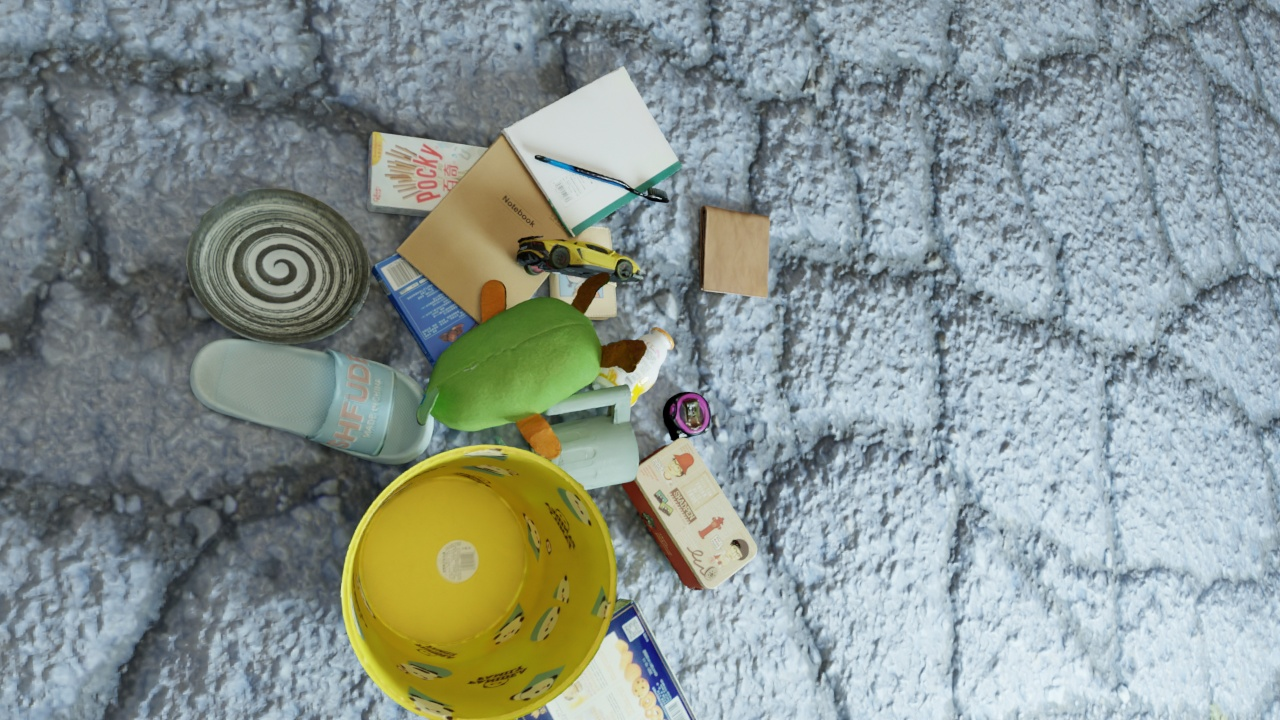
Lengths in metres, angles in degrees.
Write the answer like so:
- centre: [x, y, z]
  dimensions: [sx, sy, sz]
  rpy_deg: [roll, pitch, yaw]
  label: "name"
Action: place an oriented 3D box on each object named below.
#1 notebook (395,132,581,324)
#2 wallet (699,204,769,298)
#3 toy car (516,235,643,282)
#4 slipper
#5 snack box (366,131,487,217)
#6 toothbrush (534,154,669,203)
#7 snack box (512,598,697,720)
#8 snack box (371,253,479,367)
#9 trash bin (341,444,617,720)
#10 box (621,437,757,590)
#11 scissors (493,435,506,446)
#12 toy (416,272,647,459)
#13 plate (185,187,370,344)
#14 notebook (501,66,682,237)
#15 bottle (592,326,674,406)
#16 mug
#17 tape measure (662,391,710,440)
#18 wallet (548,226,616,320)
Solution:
- centre: [-0.159, -0.149, 1.053]
  dimensions: [0.148, 0.008, 0.207]
  rpy_deg: [43, 65, -16]
  label: "notebook"
- centre: [0.124, -0.142, 1.207]
  dimensions: [0.101, 0.020, 0.115]
  rpy_deg: [6, 82, -24]
  label: "wallet"
- centre: [-0.069, -0.113, 1.052]
  dimensions: [0.155, 0.071, 0.041]
  rpy_deg: [8, 83, -34]
  label: "toy car"
- centre: [-0.329, 0.034, 0.940]
  dimensions: [0.245, 0.074, 0.104]
  rpy_deg: [17, 74, -20]
  label: "slipper"
- centre: [-0.230, -0.206, 1.050]
  dimensions: [0.156, 0.027, 0.084]
  rpy_deg: [2, 81, -25]
  label: "snack box"
- centre: [-0.043, -0.220, 1.108]
  dimensions: [0.189, 0.014, 0.016]
  rpy_deg: [12, 71, -31]
  label: "toothbrush"
- centre: [-0.044, 0.393, 1.030]
  dimensions: [0.182, 0.046, 0.178]
  rpy_deg: [-28, 94, -26]
  label: "snack box"
- centre: [-0.222, -0.056, 1.029]
  dimensions: [0.084, 0.026, 0.157]
  rpy_deg: [-34, 97, -25]
  label: "snack box"
- centre: [-0.170, 0.201, 0.878]
  dimensions: [0.229, 0.256, 0.229]
  rpy_deg: [3, 81, -19]
  label: "trash bin"
- centre: [0.055, 0.185, 1.100]
  dimensions: [0.091, 0.077, 0.168]
  rpy_deg: [-32, 89, -24]
  label: "box"
- centre: [-0.132, 0.141, 1.028]
  dimensions: [0.017, 0.057, 0.133]
  rpy_deg: [-7, 61, -58]
  label: "scissors"
- centre: [-0.121, 0.001, 0.973]
  dimensions: [0.247, 0.090, 0.226]
  rpy_deg: [-24, 60, 0]
  label: "toy"
- centre: [-0.374, -0.096, 0.957]
  dimensions: [0.179, 0.024, 0.179]
  rpy_deg: [10, 66, -23]
  label: "plate"
- centre: [-0.052, -0.259, 1.126]
  dimensions: [0.208, 0.012, 0.150]
  rpy_deg: [-39, 100, -34]
  label: "notebook"
- centre: [-0.007, 0.006, 1.098]
  dimensions: [0.108, 0.063, 0.063]
  rpy_deg: [-45, 101, -23]
  label: "bottle"
- centre: [-0.064, 0.089, 1.036]
  dimensions: [0.103, 0.083, 0.124]
  rpy_deg: [-10, 120, -23]
  label: "mug"
- centre: [0.058, 0.067, 1.131]
  dimensions: [0.057, 0.039, 0.058]
  rpy_deg: [-10, 86, -25]
  label: "tape measure"
- centre: [-0.070, -0.106, 1.110]
  dimensions: [0.087, 0.024, 0.115]
  rpy_deg: [-1, 80, -20]
  label: "wallet"
